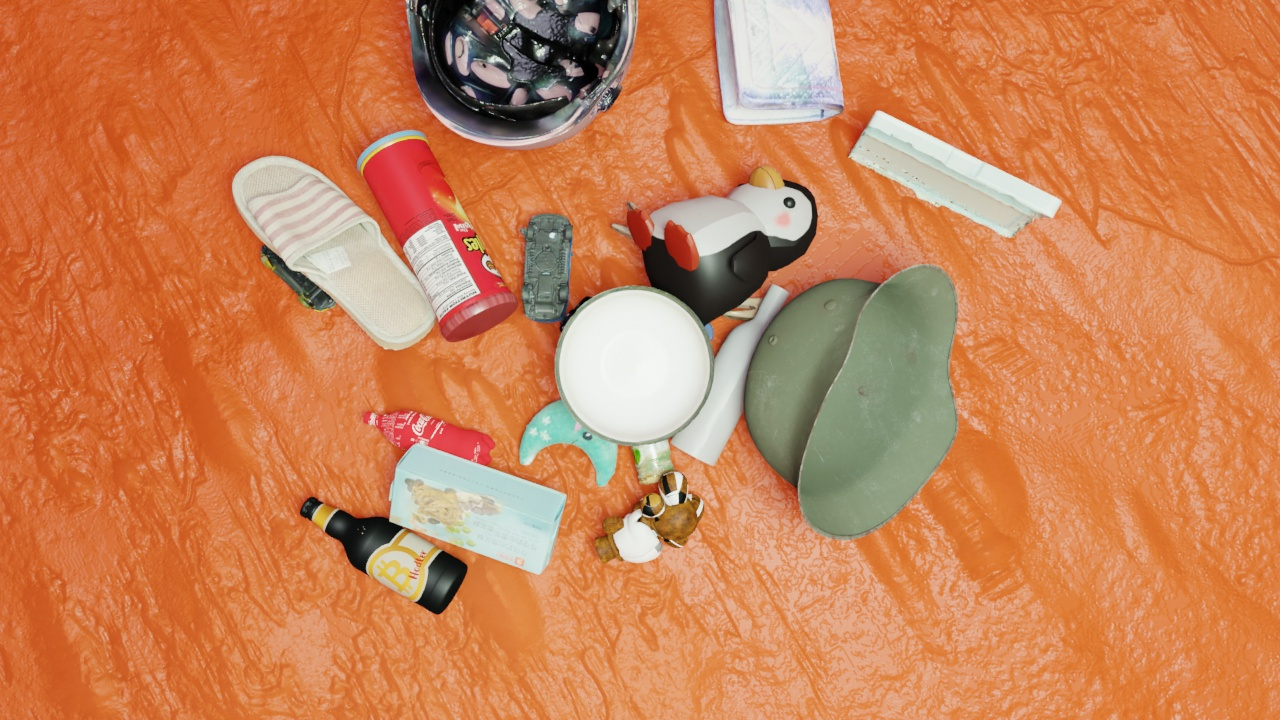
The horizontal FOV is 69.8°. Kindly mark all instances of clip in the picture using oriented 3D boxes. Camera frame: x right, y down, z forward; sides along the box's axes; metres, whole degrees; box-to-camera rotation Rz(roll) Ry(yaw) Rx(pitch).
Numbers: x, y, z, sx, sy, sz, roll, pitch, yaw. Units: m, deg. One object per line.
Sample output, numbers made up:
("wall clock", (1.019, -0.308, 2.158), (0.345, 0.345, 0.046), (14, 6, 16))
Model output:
("clip", (0.118, -0.051, 0.985), (0.061, 0.026, 0.049), (-34, 88, -9))
("clip", (0.003, -0.147, 0.999), (0.049, 0.026, 0.061), (-3, 85, 0))

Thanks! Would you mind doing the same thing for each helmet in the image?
("helmet", (0.194, 0.018, 0.894), (0.154, 0.226, 0.268), (34, 97, 46))
("helmet", (-0.119, -0.332, 0.959), (0.230, 0.152, 0.255), (20, 86, 1))

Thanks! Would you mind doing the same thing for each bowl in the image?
("bowl", (-0.005, 0.005, 0.908), (0.153, 0.073, 0.153), (0, 90, 1))

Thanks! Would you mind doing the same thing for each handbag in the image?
("handbag", (0.149, -0.338, 0.996), (0.126, 0.069, 0.158), (-4, 84, -12))

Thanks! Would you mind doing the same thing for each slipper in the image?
("slipper", (-0.324, -0.120, 0.974), (0.263, 0.052, 0.114), (45, 59, 2))

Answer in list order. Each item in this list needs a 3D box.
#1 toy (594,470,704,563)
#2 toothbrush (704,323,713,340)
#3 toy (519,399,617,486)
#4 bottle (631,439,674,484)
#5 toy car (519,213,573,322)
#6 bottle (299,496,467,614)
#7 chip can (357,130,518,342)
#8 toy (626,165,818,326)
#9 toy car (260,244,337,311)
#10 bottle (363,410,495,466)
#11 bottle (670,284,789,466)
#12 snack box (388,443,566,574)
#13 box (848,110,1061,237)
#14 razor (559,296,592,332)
("toy", (0.008, 0.169, 0.938), (0.113, 0.087, 0.067), (-23, 44, 11))
("toothbrush", (0.057, -0.085, 0.995), (0.021, 0.017, 0.135), (-15, 81, -3))
("toy", (-0.071, 0.083, 0.973), (0.105, 0.033, 0.085), (17, 95, 3))
("bottle", (0.005, 0.073, 0.965), (0.043, 0.043, 0.111), (-14, 85, 1))
("toy car", (-0.101, -0.098, 0.987), (0.056, 0.043, 0.120), (2, 81, 3))
("bottle", (-0.271, 0.194, 0.953), (0.181, 0.059, 0.059), (28, 85, 5))
("chip can", (-0.216, -0.131, 0.975), (0.087, 0.087, 0.213), (-29, 82, -1))
("toy", (0.102, -0.117, 0.944), (0.183, 0.159, 0.140), (-28, 122, -21))
("toy car", (-0.370, -0.098, 1.005), (0.049, 0.030, 0.107), (-43, 86, -4))
("bottle", (-0.225, 0.081, 0.973), (0.141, 0.042, 0.042), (17, 84, 4))
("bottle", (0.099, 0.012, 0.955), (0.052, 0.052, 0.195), (28, 90, 5))
("snack box", (-0.167, 0.152, 0.943), (0.175, 0.053, 0.075), (19, 123, 5))
("box", (0.315, -0.190, 0.933), (0.197, 0.136, 0.044), (29, 90, 5))
("razor", (-0.015, -0.029, 0.972), (0.140, 0.053, 0.063), (9, 90, 2))
